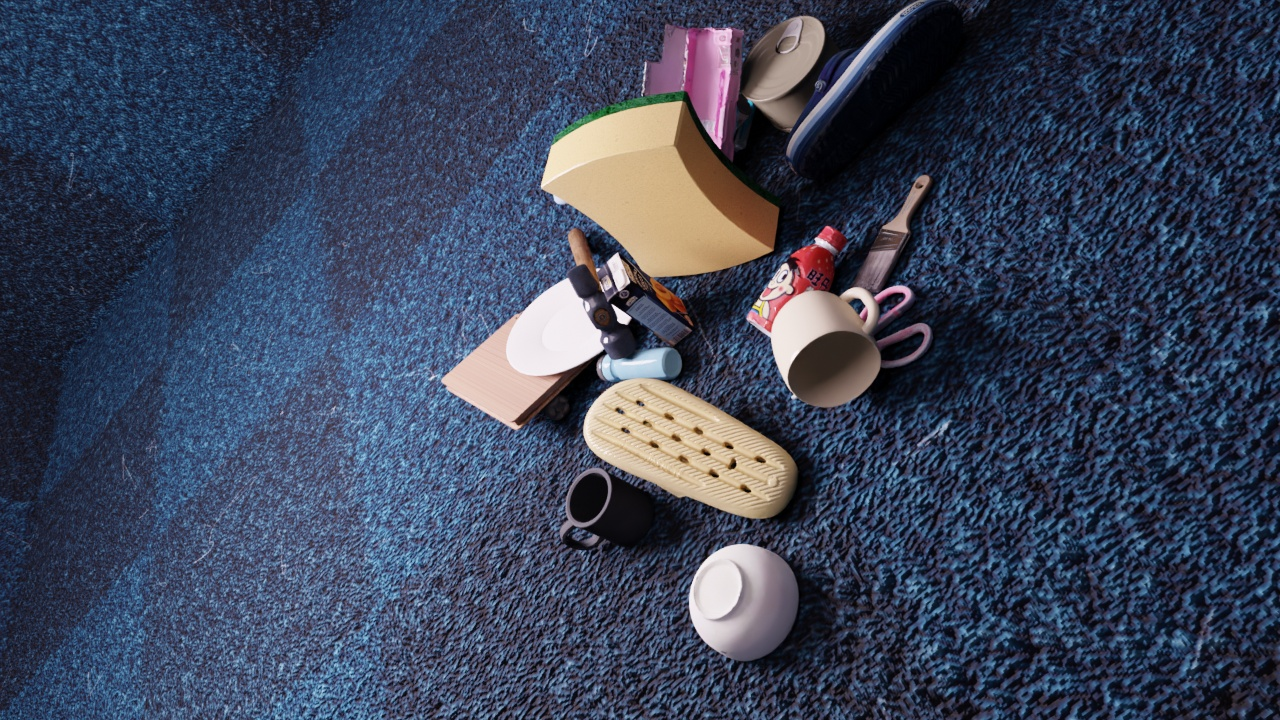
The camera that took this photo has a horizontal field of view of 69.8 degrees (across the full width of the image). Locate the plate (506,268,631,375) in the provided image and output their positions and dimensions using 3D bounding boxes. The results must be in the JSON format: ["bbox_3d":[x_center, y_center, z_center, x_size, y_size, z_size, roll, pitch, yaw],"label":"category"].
[{"bbox_3d":[-0.093,-0.053,1.281,0.209,0.015,0.208,-20,38,17],"label":"plate"}]

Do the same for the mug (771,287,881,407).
[{"bbox_3d":[0.191,-0.027,0.936,0.120,0.096,0.099,-47,29,23],"label":"mug"}]

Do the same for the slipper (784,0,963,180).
[{"bbox_3d":[0.257,-0.328,1.074,0.253,0.105,0.095,-47,49,15],"label":"slipper"}]

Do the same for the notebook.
[{"bbox_3d":[-0.171,0.006,1.305,0.168,0.022,0.211,-44,37,-20],"label":"notebook"}]

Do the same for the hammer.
[{"bbox_3d":[-0.072,-0.122,1.256,0.040,0.129,0.321,-28,27,4],"label":"hammer"}]

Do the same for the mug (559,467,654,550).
[{"bbox_3d":[-0.047,0.183,1.071,0.105,0.077,0.071,-45,42,14],"label":"mug"}]

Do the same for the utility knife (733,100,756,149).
[{"bbox_3d":[0.151,-0.343,1.260,0.022,0.015,0.124,-16,52,60],"label":"utility knife"}]

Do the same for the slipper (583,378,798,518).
[{"bbox_3d":[0.060,0.101,1.024,0.262,0.079,0.111,22,79,30],"label":"slipper"}]

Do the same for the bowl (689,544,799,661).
[{"bbox_3d":[0.094,0.235,0.911,0.114,0.063,0.113,-25,49,33],"label":"bowl"}]

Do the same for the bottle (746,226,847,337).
[{"bbox_3d":[0.181,-0.087,1.031,0.137,0.062,0.062,-56,40,2],"label":"bottle"}]

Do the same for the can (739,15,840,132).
[{"bbox_3d":[0.199,-0.367,1.182,0.128,0.073,0.127,-24,50,32],"label":"can"}]

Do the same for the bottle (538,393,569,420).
[{"bbox_3d":[-0.140,0.053,1.278,0.110,0.036,0.036,22,81,49],"label":"bottle"}]

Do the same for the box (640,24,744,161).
[{"bbox_3d":[0.062,-0.312,1.183,0.086,0.105,0.230,19,110,42],"label":"box"}]

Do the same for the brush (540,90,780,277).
[{"bbox_3d":[0.029,-0.201,1.109,0.195,0.250,0.075,-8,60,37],"label":"brush"}]

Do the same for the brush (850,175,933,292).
[{"bbox_3d":[0.279,-0.138,1.005,0.039,0.012,0.151,23,81,49],"label":"brush"}]

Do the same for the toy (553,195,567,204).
[{"bbox_3d":[-0.058,-0.274,1.358,0.223,0.120,0.170,-20,43,34],"label":"toy"}]

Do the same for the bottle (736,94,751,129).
[{"bbox_3d":[0.102,-0.313,1.258,0.116,0.041,0.041,-43,39,42],"label":"bottle"}]

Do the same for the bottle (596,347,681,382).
[{"bbox_3d":[-0.007,0.007,1.173,0.130,0.040,0.040,-4,62,43],"label":"bottle"}]

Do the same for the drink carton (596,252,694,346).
[{"bbox_3d":[0.006,-0.075,1.143,0.040,0.130,0.064,-41,42,18],"label":"drink carton"}]

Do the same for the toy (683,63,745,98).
[{"bbox_3d":[0.096,-0.386,1.280,0.106,0.108,0.134,6,67,17],"label":"toy"}]

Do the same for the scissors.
[{"bbox_3d":[0.228,0.002,0.966,0.179,0.016,0.105,-41,43,18],"label":"scissors"}]
